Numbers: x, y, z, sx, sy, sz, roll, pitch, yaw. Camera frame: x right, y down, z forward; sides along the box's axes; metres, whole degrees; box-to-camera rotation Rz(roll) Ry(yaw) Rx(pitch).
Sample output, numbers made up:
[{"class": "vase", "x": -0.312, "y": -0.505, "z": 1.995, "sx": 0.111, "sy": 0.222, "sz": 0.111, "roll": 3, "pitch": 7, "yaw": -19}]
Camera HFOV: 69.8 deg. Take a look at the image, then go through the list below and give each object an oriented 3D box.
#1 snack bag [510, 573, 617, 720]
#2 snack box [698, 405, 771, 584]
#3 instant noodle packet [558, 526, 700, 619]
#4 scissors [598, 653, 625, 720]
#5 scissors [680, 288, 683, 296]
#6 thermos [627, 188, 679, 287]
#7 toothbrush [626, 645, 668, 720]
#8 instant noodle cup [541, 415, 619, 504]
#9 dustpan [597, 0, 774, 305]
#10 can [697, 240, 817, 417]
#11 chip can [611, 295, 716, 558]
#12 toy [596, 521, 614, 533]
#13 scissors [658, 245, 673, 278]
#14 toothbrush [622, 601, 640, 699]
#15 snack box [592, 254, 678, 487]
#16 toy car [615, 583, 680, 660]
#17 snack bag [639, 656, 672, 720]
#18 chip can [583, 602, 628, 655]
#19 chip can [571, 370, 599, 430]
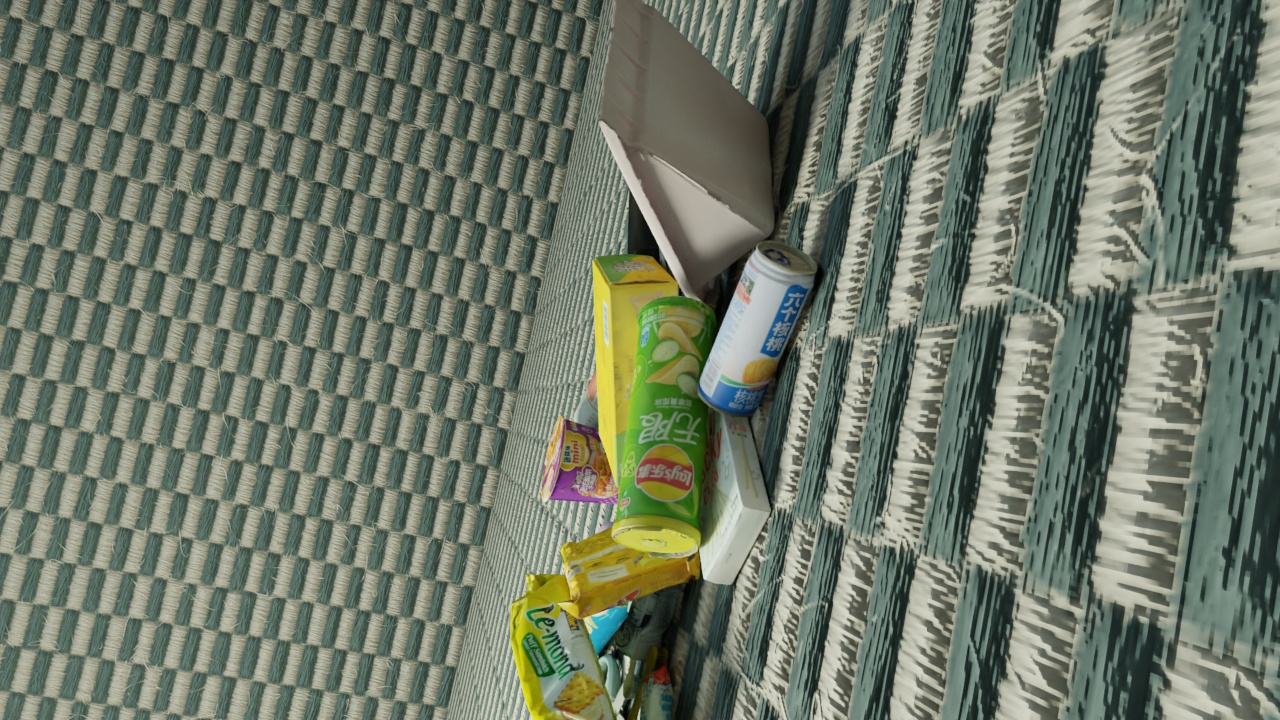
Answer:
[{"class": "snack bag", "x": -0.054, "y": 0.314, "z": 0.797, "sx": 0.246, "sy": 0.068, "sz": 0.158, "roll": -126, "pitch": 19, "yaw": -63}, {"class": "snack box", "x": 0.069, "y": 0.098, "z": 0.758, "sx": 0.156, "sy": 0.027, "sz": 0.085, "roll": -97, "pitch": 23, "yaw": -56}, {"class": "instant noodle packet", "x": -0.013, "y": 0.182, "z": 0.826, "sx": 0.110, "sy": 0.128, "sz": 0.044, "roll": -116, "pitch": 7, "yaw": -74}, {"class": "scissors", "x": -0.039, "y": 0.395, "z": 0.964, "sx": 0.170, "sy": 0.019, "sz": 0.181, "roll": 166, "pitch": 117, "yaw": -76}, {"class": "scissors", "x": 0.047, "y": -0.128, "z": 0.990, "sx": 0.162, "sy": 0.012, "sz": 0.173, "roll": -81, "pitch": -14, "yaw": -51}, {"class": "thermos", "x": 0.027, "y": -0.167, "z": 1.161, "sx": 0.090, "sy": 0.068, "sz": 0.242, "roll": -28, "pitch": 40, "yaw": 25}, {"class": "toothbrush", "x": -0.006, "y": 0.348, "z": 0.870, "sx": 0.015, "sy": 0.016, "sz": 0.190, "roll": -107, "pitch": 31, "yaw": -65}, {"class": "instant noodle cup", "x": -0.066, "y": 0.133, "z": 1.164, "sx": 0.111, "sy": 0.099, "sz": 0.111, "roll": -169, "pitch": 91, "yaw": -79}, {"class": "dustpan", "x": 0.022, "y": -0.178, "z": 0.850, "sx": 0.139, "sy": 0.273, "sz": 0.222, "roll": -32, "pitch": 37, "yaw": 38}, {"class": "can", "x": 0.091, "y": -0.024, "z": 0.719, "sx": 0.053, "sy": 0.053, "sz": 0.135, "roll": -97, "pitch": 23, "yaw": -58}, {"class": "chip can", "x": 0.023, "y": 0.050, "z": 0.777, "sx": 0.073, "sy": 0.072, "sz": 0.220, "roll": 124, "pitch": 157, "yaw": -59}, {"class": "toy", "x": -0.041, "y": 0.238, "z": 1.082, "sx": 0.084, "sy": 0.039, "sz": 0.107, "roll": 115, "pitch": 166, "yaw": -45}, {"class": "scissors", "x": 0.032, "y": -0.032, "z": 0.973, "sx": 0.188, "sy": 0.015, "sz": 0.227, "roll": -102, "pitch": 10, "yaw": -45}, {"class": "toothbrush", "x": 0.005, "y": 0.223, "z": 0.921, "sx": 0.027, "sy": 0.027, "sz": 0.224, "roll": -9, "pitch": 65, "yaw": 46}, {"class": "snack box", "x": -0.006, "y": 0.006, "z": 0.949, "sx": 0.157, "sy": 0.070, "sz": 0.210, "roll": -119, "pitch": 26, "yaw": -72}, {"class": "toy car", "x": 0.009, "y": 0.237, "z": 0.854, "sx": 0.034, "sy": 0.042, "sz": 0.090, "roll": 25, "pitch": 99, "yaw": 43}, {"class": "snack bag", "x": 0.013, "y": 0.311, "z": 0.789, "sx": 0.048, "sy": 0.026, "sz": 0.104, "roll": 109, "pitch": 168, "yaw": -58}, {"class": "chip can", "x": -0.062, "y": 0.289, "z": 1.017, "sx": 0.071, "sy": 0.071, "sz": 0.211, "roll": -89, "pitch": 20, "yaw": -45}, {"class": "chip can", "x": -0.027, "y": 0.028, "z": 1.162, "sx": 0.215, "sy": 0.071, "sz": 0.071, "roll": 119, "pitch": 160, "yaw": -52}]
